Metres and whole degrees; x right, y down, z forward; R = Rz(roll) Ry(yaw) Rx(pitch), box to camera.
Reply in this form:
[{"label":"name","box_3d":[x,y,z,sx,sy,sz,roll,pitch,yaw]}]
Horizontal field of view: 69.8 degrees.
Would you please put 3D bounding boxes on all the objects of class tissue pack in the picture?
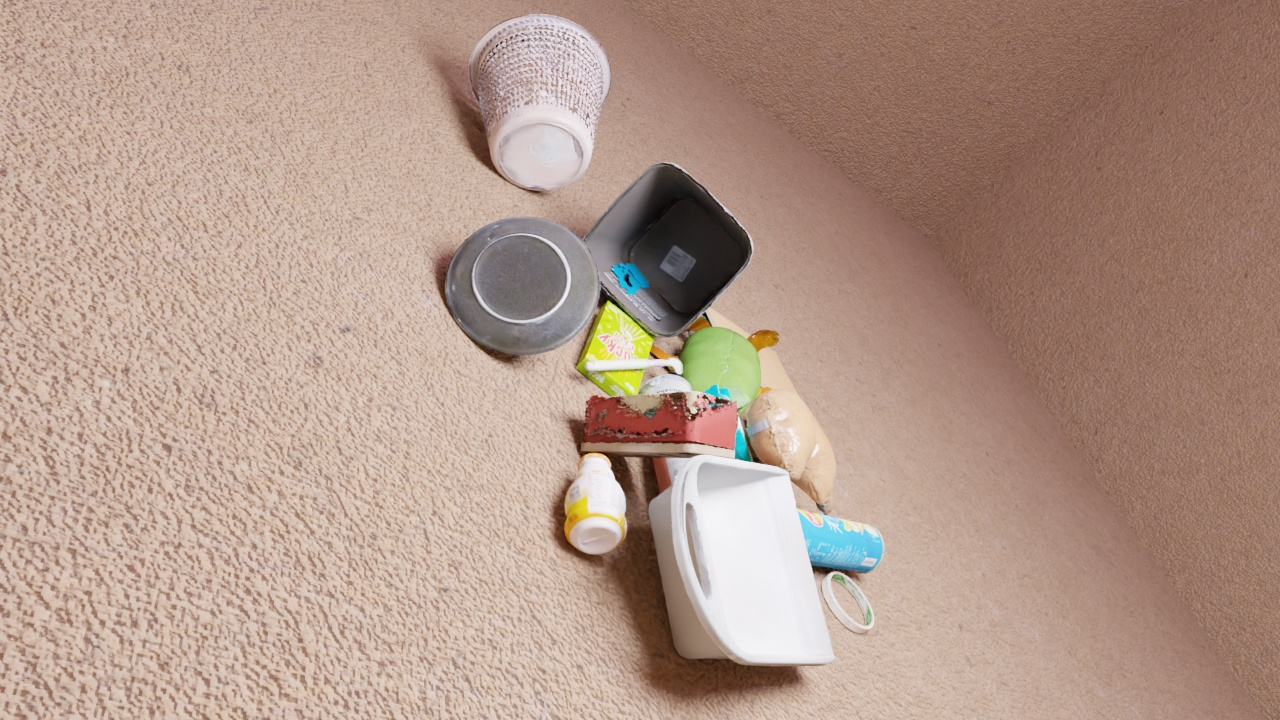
[{"label":"tissue pack","box_3d":[0.112,0.105,1.183,0.093,0.050,0.133,-101,172,-51]}]

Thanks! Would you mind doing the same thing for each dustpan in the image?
[{"label":"dustpan","box_3d":[0.114,0.200,0.926,0.257,0.143,0.222,1,66,-29]}]

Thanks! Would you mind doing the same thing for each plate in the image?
[{"label":"plate","box_3d":[-0.136,-0.092,1.058,0.179,0.179,0.024,52,-14,14]}]

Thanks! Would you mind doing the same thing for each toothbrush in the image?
[{"label":"toothbrush","box_3d":[-0.007,0.007,1.183,0.189,0.020,0.029,0,48,-52]}]

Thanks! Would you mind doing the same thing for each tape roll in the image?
[{"label":"tape roll","box_3d":[0.273,0.318,1.209,0.085,0.014,0.085,34,28,-21]}]

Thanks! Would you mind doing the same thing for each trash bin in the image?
[{"label":"trash bin","box_3d":[0.050,-0.157,1.361,0.199,0.199,0.219,45,10,4]},{"label":"trash bin","box_3d":[-0.152,-0.377,1.406,0.227,0.228,0.191,25,45,-35]}]

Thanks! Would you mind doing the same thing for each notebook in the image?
[{"label":"notebook","box_3d":[0.192,-0.002,1.541,0.211,0.012,0.149,29,29,-42]}]

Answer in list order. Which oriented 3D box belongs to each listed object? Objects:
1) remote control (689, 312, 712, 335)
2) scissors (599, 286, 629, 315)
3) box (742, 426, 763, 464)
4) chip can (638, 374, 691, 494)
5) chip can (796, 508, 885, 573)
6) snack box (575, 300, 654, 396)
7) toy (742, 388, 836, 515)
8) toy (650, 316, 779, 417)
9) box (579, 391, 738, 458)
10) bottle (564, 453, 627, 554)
[{"label":"remote control","box_3d":[0.102,-0.049,1.490,0.056,0.019,0.135,33,28,-24]},{"label":"scissors","box_3d":[-0.042,-0.065,1.315,0.146,0.014,0.171,50,29,9]},{"label":"box","box_3d":[0.197,0.125,1.330,0.090,0.061,0.183,53,28,14]},{"label":"chip can","box_3d":[0.047,0.113,1.110,0.071,0.071,0.214,29,30,-30]},{"label":"chip can","box_3d":[0.238,0.237,1.211,0.210,0.071,0.071,19,36,-43]},{"label":"snack box","box_3d":[-0.031,-0.012,1.221,0.086,0.026,0.156,38,30,-12]},{"label":"toy","box_3d":[0.210,0.122,1.200,0.226,0.083,0.143,42,37,-47]},{"label":"toy","box_3d":[0.115,0.014,1.333,0.227,0.090,0.246,18,35,4]},{"label":"box","box_3d":[0.019,0.065,1.013,0.091,0.169,0.080,14,76,-47]},{"label":"bottle","box_3d":[-0.046,0.143,0.938,0.063,0.063,0.108,32,29,-25]}]
